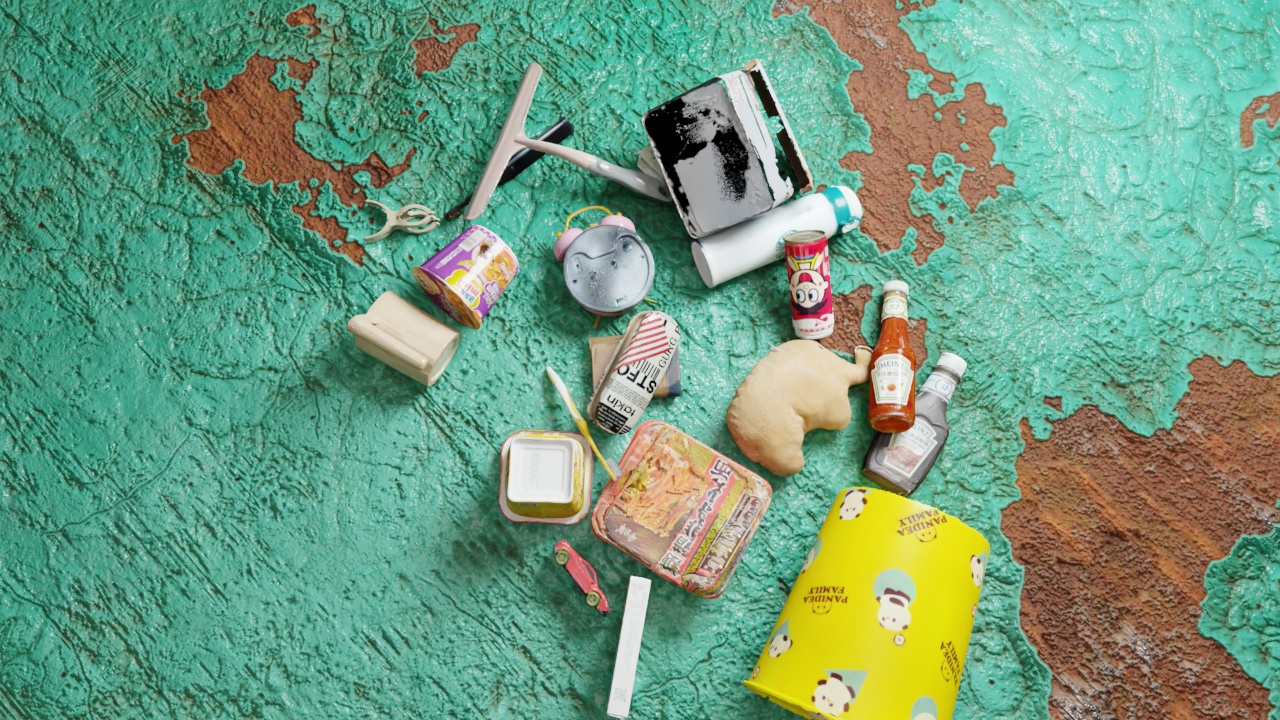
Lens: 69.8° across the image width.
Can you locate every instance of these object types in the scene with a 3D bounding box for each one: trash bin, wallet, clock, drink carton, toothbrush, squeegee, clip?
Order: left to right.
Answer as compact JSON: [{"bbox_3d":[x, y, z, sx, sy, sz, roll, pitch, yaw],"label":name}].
[{"bbox_3d":[-0.316,-0.183,1.210,0.097,0.034,0.061,-2,79,2],"label":"clip"},{"bbox_3d":[-0.177,-0.255,1.233,0.212,0.026,0.027,-40,46,-10],"label":"toothbrush"},{"bbox_3d":[-0.072,0.074,1.142,0.018,0.016,0.191,-34,58,-1],"label":"toothbrush"},{"bbox_3d":[-0.073,-0.259,1.203,0.249,0.040,0.247,19,74,-1],"label":"squeegee"},{"bbox_3d":[-0.048,-0.130,1.198,0.117,0.060,0.158,-21,82,-6],"label":"clock"},{"bbox_3d":[-0.007,0.007,1.187,0.115,0.033,0.090,-5,80,0],"label":"wallet"},{"bbox_3d":[0.058,-0.291,1.242,0.122,0.045,0.053,-39,82,-10],"label":"drink carton"},{"bbox_3d":[0.270,0.300,1.051,0.229,0.230,0.254,25,72,2],"label":"trash bin"}]

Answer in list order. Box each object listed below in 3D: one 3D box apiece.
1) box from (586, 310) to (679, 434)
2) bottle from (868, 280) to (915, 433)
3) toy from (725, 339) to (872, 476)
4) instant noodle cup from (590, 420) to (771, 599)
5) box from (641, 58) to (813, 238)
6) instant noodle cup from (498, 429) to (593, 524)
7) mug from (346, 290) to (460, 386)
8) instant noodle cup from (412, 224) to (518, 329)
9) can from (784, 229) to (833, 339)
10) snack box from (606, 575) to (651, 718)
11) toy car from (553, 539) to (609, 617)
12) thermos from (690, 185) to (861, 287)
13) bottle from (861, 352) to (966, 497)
[{"bbox_3d":[-0.010,0.015,1.152,0.075,0.081,0.163,29,82,-27],"label":"box"},{"bbox_3d":[0.325,-0.009,1.177,0.060,0.060,0.205,10,64,-1],"label":"bottle"},{"bbox_3d":[0.209,0.038,1.169,0.225,0.082,0.143,-41,104,-12],"label":"toy"},{"bbox_3d":[0.047,0.182,1.128,0.189,0.079,0.164,31,78,3],"label":"instant noodle cup"},{"bbox_3d":[0.133,-0.285,1.190,0.157,0.191,0.183,-16,102,34],"label":"box"},{"bbox_3d":[-0.116,0.137,1.106,0.116,0.124,0.116,2,78,-2],"label":"instant noodle cup"},{"bbox_3d":[-0.292,-0.025,1.133,0.103,0.124,0.084,30,96,1],"label":"mug"},{"bbox_3d":[-0.216,-0.110,1.167,0.111,0.112,0.099,39,69,5],"label":"instant noodle cup"},{"bbox_3d":[0.217,-0.097,1.177,0.053,0.053,0.133,-12,111,-5],"label":"can"},{"bbox_3d":[-0.014,0.336,1.090,0.027,0.085,0.156,11,78,1],"label":"snack box"},{"bbox_3d":[-0.069,0.265,1.121,0.031,0.049,0.106,-35,81,-8],"label":"toy car"},{"bbox_3d":[0.183,-0.166,1.211,0.224,0.073,0.073,-22,80,-7],"label":"thermos"},{"bbox_3d":[0.361,0.079,1.182,0.080,0.044,0.194,31,77,11],"label":"bottle"}]
